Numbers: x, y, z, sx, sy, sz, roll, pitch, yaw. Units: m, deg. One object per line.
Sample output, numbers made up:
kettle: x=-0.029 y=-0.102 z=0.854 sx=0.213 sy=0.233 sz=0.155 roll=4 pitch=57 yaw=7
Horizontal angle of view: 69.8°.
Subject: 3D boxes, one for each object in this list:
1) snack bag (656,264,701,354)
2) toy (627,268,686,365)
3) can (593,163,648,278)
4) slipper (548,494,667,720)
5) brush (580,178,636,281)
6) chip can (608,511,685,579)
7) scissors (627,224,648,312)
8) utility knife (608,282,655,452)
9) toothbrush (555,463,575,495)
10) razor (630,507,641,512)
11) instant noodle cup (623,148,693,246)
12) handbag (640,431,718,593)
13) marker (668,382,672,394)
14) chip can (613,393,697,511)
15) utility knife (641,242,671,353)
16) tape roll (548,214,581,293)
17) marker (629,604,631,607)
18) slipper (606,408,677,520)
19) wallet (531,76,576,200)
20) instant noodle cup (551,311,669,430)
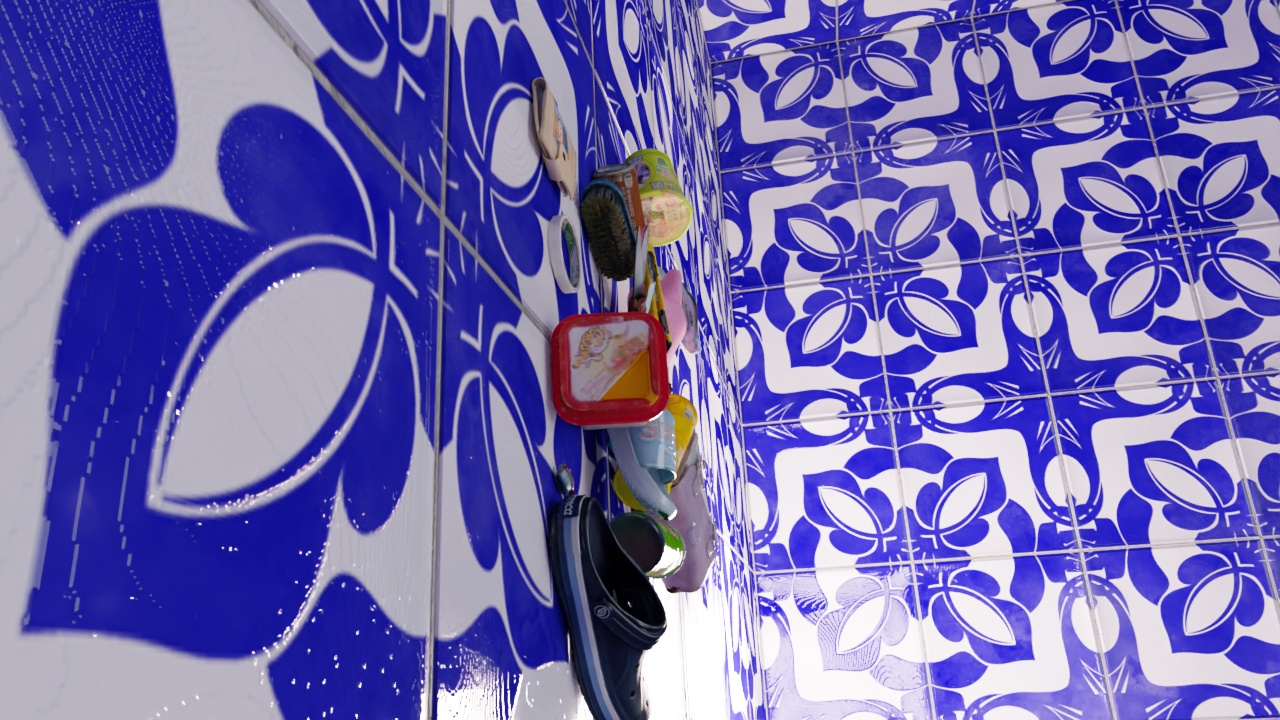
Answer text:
snack bag: x=0.052 y=-0.082 z=1.431 sx=0.191 sy=0.038 sz=0.110 roll=-135 pitch=-138 yaw=-63
toy: x=0.019 y=-0.052 z=1.287 sx=0.179 sy=0.075 sz=0.194 roll=72 pitch=34 yaw=-47
can: x=-0.023 y=-0.189 z=1.244 sx=0.057 sy=0.058 sz=0.147 roll=-72 pitch=154 yaw=-66
slipper: x=-0.022 y=0.243 z=0.897 sx=0.105 sy=0.095 sz=0.253 roll=-62 pitch=141 yaw=-67
brush: x=-0.037 y=-0.172 z=1.164 sx=0.144 sy=0.055 sz=0.073 roll=72 pitch=17 yaw=-44
chip can: x=0.006 y=0.219 z=1.072 sx=0.236 sy=0.072 sz=0.072 roll=58 pitch=27 yaw=-74
scissors: x=-0.010 y=-0.055 z=1.163 sx=0.152 sy=0.022 sz=0.235 roll=-41 pitch=132 yaw=-42
utility knife: x=-0.007 y=0.007 z=1.152 sx=0.034 sy=0.018 sz=0.225 roll=34 pitch=68 yaw=-66
toothbrush: x=-0.059 y=0.178 z=0.940 sx=0.017 sy=0.016 sz=0.188 roll=-61 pitch=147 yaw=-45
razor: x=-0.001 y=0.222 z=1.211 sx=0.042 sy=0.022 sz=0.143 roll=-78 pitch=158 yaw=-66
instant noodle cup: x=0.017 y=-0.256 z=1.397 sx=0.112 sy=0.112 sz=0.123 roll=70 pitch=10 yaw=-51
handbag: x=0.055 y=0.220 z=1.333 sx=0.144 sy=0.098 sz=0.197 roll=-69 pitch=151 yaw=-56
marker: x=0.008 y=0.065 z=1.241 sx=0.130 sy=0.018 sz=0.023 roll=-41 pitch=147 yaw=-51
chip can: x=0.025 y=0.118 z=1.218 sx=0.212 sy=0.072 sz=0.072 roll=-57 pitch=139 yaw=-65
utility knife: x=0.019 y=-0.082 z=1.217 sx=0.033 sy=0.015 sz=0.156 roll=-25 pitch=108 yaw=-46
tape roll: x=-0.082 y=-0.116 z=1.004 sx=0.085 sy=0.014 sz=0.086 roll=-6 pitch=89 yaw=-80
marker: x=-0.010 y=0.325 z=1.112 sx=0.145 sy=0.017 sz=0.017 roll=-82 pitch=162 yaw=-54
slipper: x=0.001 y=0.071 z=1.063 sx=0.104 sy=0.074 sz=0.245 roll=61 pitch=9 yaw=-64
wallet: x=-0.093 y=-0.236 z=0.998 sx=0.115 sy=0.024 sz=0.087 roll=68 pitch=14 yaw=-60
instant noodle cup: x=-0.031 y=0.020 z=0.959 sx=0.124 sy=0.116 sz=0.116 roll=88 pitch=-1 yaw=-72
